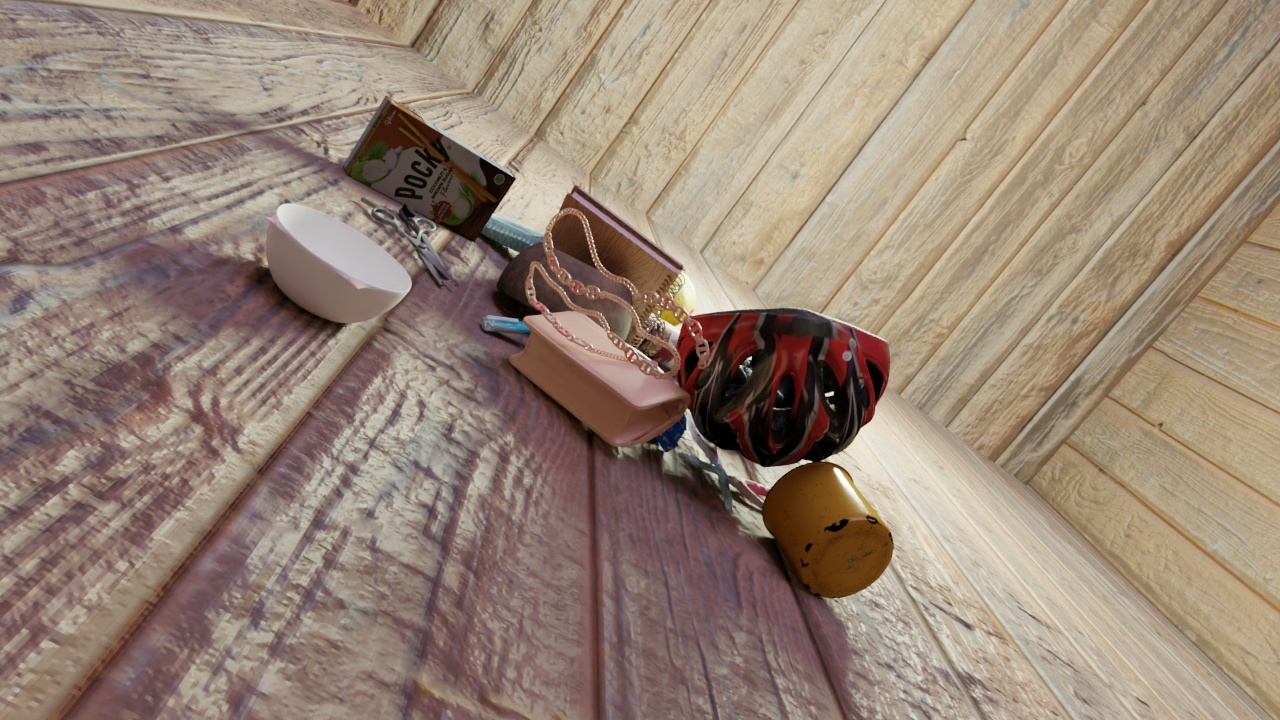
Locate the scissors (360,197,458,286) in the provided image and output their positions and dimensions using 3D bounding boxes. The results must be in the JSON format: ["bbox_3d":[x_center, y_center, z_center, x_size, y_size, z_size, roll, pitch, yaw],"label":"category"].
[{"bbox_3d":[-0.252,-0.129,0.993,0.120,0.014,0.159,18,28,-21],"label":"scissors"}]

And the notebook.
[{"bbox_3d":[-0.043,-0.105,1.137,0.169,0.022,0.211,37,-30,0],"label":"notebook"}]

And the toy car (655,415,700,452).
[{"bbox_3d":[0.047,0.065,0.953,0.033,0.062,0.091,60,29,-16],"label":"toy car"}]

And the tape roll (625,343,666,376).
[{"bbox_3d":[-0.007,0.007,1.149,0.094,0.018,0.093,34,13,-10],"label":"tape roll"}]

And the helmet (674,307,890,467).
[{"bbox_3d":[0.141,0.022,0.940,0.217,0.166,0.272,7,-14,5],"label":"helmet"}]

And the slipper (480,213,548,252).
[{"bbox_3d":[-0.105,-0.153,1.265,0.276,0.069,0.115,28,14,9],"label":"slipper"}]

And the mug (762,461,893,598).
[{"bbox_3d":[0.190,0.173,0.899,0.123,0.100,0.094,45,9,-31],"label":"mug"}]

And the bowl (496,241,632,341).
[{"bbox_3d":[-0.080,-0.080,1.063,0.162,0.070,0.162,27,3,-2],"label":"bowl"}]

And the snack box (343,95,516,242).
[{"bbox_3d":[-0.261,-0.236,1.150,0.186,0.101,0.031,27,16,-38],"label":"snack box"}]

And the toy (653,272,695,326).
[{"bbox_3d":[-0.002,-0.102,1.384,0.207,0.092,0.134,9,3,-7],"label":"toy"}]

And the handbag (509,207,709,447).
[{"bbox_3d":[-0.006,-0.026,0.863,0.199,0.188,0.116,38,29,23],"label":"handbag"}]

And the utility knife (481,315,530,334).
[{"bbox_3d":[-0.096,-0.031,0.959,0.148,0.015,0.022,6,24,-32],"label":"utility knife"}]

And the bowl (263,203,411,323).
[{"bbox_3d":[-0.240,-0.067,0.710,0.114,0.051,0.114,35,13,-9],"label":"bowl"}]

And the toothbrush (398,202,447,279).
[{"bbox_3d":[-0.246,-0.136,1.040,0.012,0.013,0.167,24,20,-43],"label":"toothbrush"}]

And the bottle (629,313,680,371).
[{"bbox_3d":[0.032,-0.024,1.276,0.105,0.056,0.056,30,14,-27],"label":"bottle"}]

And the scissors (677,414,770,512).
[{"bbox_3d":[0.087,0.113,1.001,0.170,0.013,0.174,25,26,-42],"label":"scissors"}]

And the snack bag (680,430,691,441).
[{"bbox_3d":[-0.014,0.024,1.008,0.130,0.039,0.144,22,25,-53],"label":"snack bag"}]
